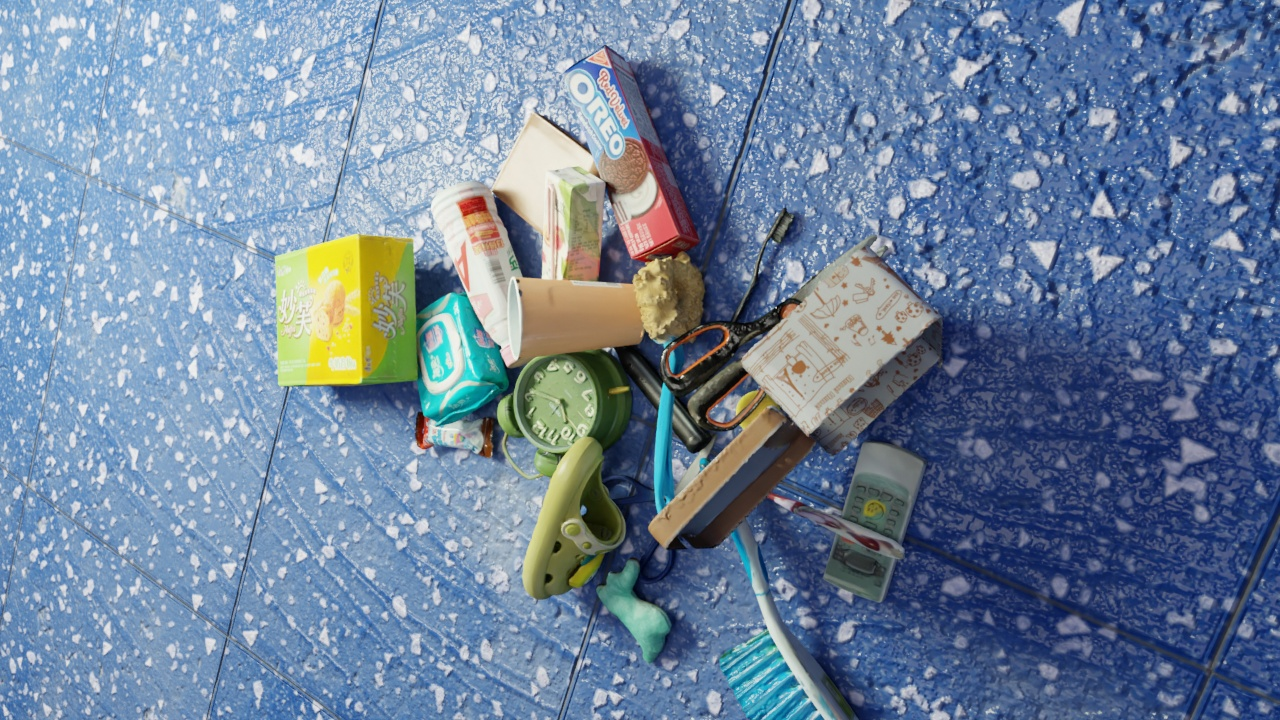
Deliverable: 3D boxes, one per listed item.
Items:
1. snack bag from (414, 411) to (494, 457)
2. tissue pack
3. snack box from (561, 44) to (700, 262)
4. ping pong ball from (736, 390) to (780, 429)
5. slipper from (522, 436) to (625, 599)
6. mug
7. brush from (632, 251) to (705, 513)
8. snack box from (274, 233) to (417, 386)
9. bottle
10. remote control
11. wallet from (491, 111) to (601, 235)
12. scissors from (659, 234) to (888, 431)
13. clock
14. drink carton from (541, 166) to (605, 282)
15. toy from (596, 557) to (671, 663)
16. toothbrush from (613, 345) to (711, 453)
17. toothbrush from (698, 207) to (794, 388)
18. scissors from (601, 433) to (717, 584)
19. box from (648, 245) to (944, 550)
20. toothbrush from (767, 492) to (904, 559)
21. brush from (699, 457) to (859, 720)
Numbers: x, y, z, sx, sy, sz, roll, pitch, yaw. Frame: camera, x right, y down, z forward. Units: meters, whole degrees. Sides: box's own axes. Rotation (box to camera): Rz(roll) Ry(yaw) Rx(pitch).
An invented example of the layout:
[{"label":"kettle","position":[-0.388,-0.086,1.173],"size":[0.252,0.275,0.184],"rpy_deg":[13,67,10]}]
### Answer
[{"label":"snack bag","position":[-0.205,0.082,1.017],"size":[0.105,0.026,0.045],"rpy_deg":[3,85,25]},{"label":"tissue pack","position":[-0.200,-0.001,0.988],"size":[0.093,0.050,0.133],"rpy_deg":[-32,65,26]},{"label":"snack box","position":[-0.010,-0.198,0.890],"size":[0.057,0.058,0.207],"rpy_deg":[-25,79,23]},{"label":"ping pong ball","position":[0.108,0.048,0.838],"size":[0.040,0.040,0.040],"rpy_deg":[0,91,28]},{"label":"slipper","position":[-0.058,0.163,0.888],"size":[0.081,0.091,0.191],"rpy_deg":[23,122,12]},{"label":"mug","position":[-0.061,-0.043,0.875],"size":[0.122,0.078,0.078],"rpy_deg":[-3,88,-16]},{"label":"brush","position":[0.026,0.021,0.847],"size":[0.046,0.083,0.254],"rpy_deg":[-5,80,38]},{"label":"snack box","position":[-0.334,-0.050,1.030],"size":[0.210,0.069,0.157],"rpy_deg":[-3,89,45]},{"label":"bottle","position":[-0.157,-0.089,0.969],"size":[0.068,0.068,0.197],"rpy_deg":[-26,82,26]},{"label":"remote control","position":[0.204,0.139,0.800],"size":[0.056,0.019,0.135],"rpy_deg":[19,100,27]},{"label":"wallet","position":[-0.097,-0.191,0.960],"size":[0.115,0.020,0.101],"rpy_deg":[42,110,25]},{"label":"scissors","position":[0.112,-0.043,0.805],"size":[0.148,0.021,0.235],"rpy_deg":[29,93,2]},{"label":"clock","position":[-0.082,0.053,0.933],"size":[0.116,0.056,0.161],"rpy_deg":[47,111,21]},{"label":"drink carton","position":[-0.069,-0.124,0.899],"size":[0.053,0.045,0.123],"rpy_deg":[41,136,43]},{"label":"toy","position":[-0.006,0.242,0.904],"size":[0.092,0.030,0.097],"rpy_deg":[37,126,25]},{"label":"toothbrush","position":[-0.005,0.005,0.906],"size":[0.212,0.027,0.026],"rpy_deg":[50,141,22]},{"label":"toothbrush","position":[0.098,-0.054,0.859],"size":[0.016,0.014,0.190],"rpy_deg":[25,104,2]},{"label":"scissors","position":[0.025,0.143,0.901],"size":[0.175,0.012,0.162],"rpy_deg":[11,94,27]},{"label":"box","position":[0.118,0.048,0.726],"size":[0.260,0.176,0.082],"rpy_deg":[-45,70,5]},{"label":"toothbrush","position":[0.145,0.135,0.813],"size":[0.188,0.017,0.016],"rpy_deg":[21,101,33]},{"label":"brush","position":[0.111,0.244,0.824],"size":[0.110,0.060,0.314],"rpy_deg":[-40,78,16]}]
